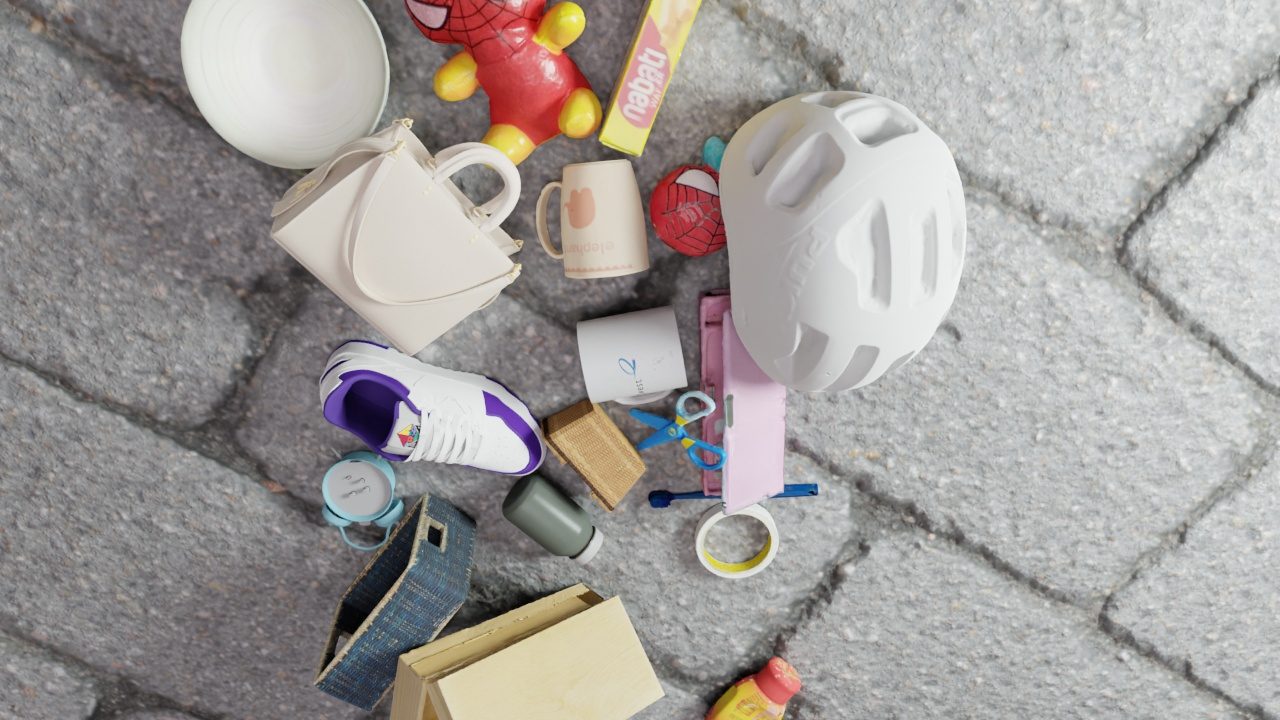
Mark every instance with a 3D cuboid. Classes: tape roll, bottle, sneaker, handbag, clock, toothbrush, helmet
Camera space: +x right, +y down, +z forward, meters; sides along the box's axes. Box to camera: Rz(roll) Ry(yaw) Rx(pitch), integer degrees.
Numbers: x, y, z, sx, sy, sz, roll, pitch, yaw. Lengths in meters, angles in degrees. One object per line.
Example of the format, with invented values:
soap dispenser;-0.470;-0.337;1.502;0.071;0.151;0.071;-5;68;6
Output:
tape roll;0.109;0.203;1.041;0.094;0.019;0.094;-1;112;-2
bottle;0.137;0.420;1.114;0.071;0.048;0.134;35;107;-15
bottle;-0.094;0.174;0.999;0.108;0.060;0.060;41;105;-16
sneaker;-0.208;0.063;0.922;0.244;0.111;0.092;24;109;-11
handbag;-0.192;-0.122;0.828;0.198;0.101;0.194;-29;128;17
clock;-0.301;0.153;0.992;0.087;0.042;0.123;1;110;-3
toothbrush;0.103;0.151;1.020;0.190;0.017;0.016;-3;113;-1
helmet;0.187;-0.095;0.837;0.223;0.184;0.283;-15;125;-23

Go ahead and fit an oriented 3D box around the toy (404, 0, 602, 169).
toy;-0.120;-0.284;0.792;0.147;0.098;0.216;-20;113;8

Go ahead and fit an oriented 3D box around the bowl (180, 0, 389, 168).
bowl;-0.306;-0.264;0.814;0.176;0.057;0.177;-1;112;-2

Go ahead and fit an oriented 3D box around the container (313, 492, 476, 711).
container;-0.257;0.256;0.980;0.071;0.145;0.188;35;107;-18

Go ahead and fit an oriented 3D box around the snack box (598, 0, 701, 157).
snack box;0.016;-0.284;0.800;0.042;0.092;0.201;19;110;-10

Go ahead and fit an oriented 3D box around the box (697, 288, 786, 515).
box;0.110;0.045;0.944;0.099;0.080;0.233;-1;112;-1

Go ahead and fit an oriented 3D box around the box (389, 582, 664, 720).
box;-0.119;0.336;0.960;0.179;0.247;0.142;4;101;42

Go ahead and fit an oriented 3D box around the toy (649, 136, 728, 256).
toy;0.070;-0.156;0.874;0.133;0.062;0.092;-43;115;2

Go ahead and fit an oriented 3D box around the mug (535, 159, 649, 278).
mug;-0.050;-0.135;0.871;0.112;0.085;0.104;3;104;28

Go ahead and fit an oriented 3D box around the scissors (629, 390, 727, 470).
scissors;0.034;0.064;0.947;0.131;0.018;0.109;19;117;33

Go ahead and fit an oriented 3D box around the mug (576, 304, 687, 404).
mug;-0.006;0.005;0.931;0.096;0.083;0.120;-10;140;2

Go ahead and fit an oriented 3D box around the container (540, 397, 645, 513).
container;-0.047;0.095;0.971;0.061;0.063;0.114;-38;109;4
